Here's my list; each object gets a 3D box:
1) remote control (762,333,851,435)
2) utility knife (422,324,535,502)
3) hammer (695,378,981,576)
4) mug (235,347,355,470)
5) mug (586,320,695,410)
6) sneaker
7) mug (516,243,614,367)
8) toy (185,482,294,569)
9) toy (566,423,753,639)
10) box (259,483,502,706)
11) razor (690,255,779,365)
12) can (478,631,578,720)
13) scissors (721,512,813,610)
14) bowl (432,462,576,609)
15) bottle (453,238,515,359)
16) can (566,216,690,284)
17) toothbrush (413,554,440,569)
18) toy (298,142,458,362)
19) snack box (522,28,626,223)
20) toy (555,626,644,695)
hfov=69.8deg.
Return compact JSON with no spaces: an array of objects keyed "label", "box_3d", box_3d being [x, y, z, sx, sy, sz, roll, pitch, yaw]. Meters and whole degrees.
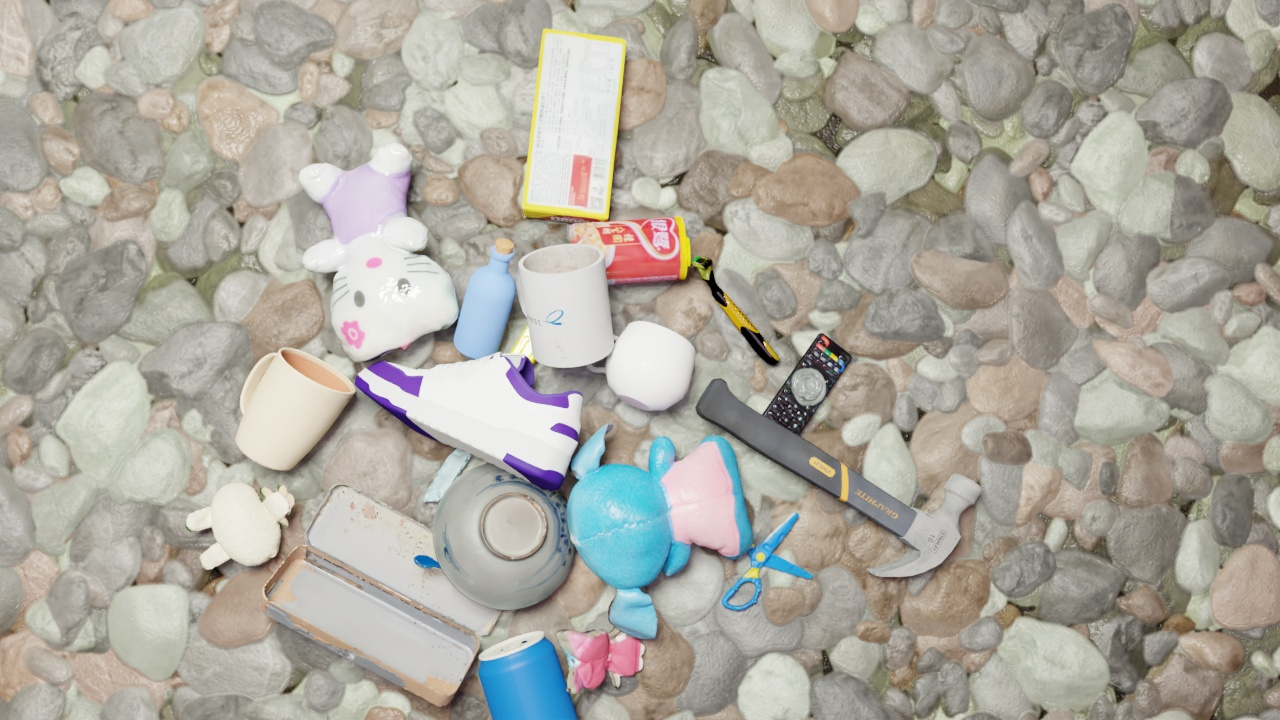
[{"label":"remote control","box_3d":[0.171,0.038,0.986,0.045,0.021,0.140,38,81,-6]},{"label":"utility knife","box_3d":[-0.159,0.051,0.963,0.029,0.020,0.233,32,83,8]},{"label":"hammer","box_3d":[0.198,0.112,0.959,0.312,0.035,0.139,33,84,-7]},{"label":"mug","box_3d":[-0.361,0.044,0.926,0.111,0.085,0.104,36,95,28]},{"label":"mug","box_3d":[-0.006,0.006,0.951,0.124,0.090,0.076,16,73,29]},{"label":"sneaker","box_3d":[-0.165,0.032,0.916,0.244,0.092,0.111,22,73,14]},{"label":"mug","box_3d":[-0.085,-0.060,0.916,0.082,0.120,0.096,-28,124,-36]},{"label":"toy","box_3d":[-0.395,0.163,0.922,0.112,0.050,0.087,-29,87,-9]},{"label":"toy","box_3d":[0.022,0.167,0.930,0.191,0.099,0.224,-11,85,-13]},{"label":"box","box_3d":[-0.252,0.234,0.926,0.216,0.071,0.156,28,70,-1]},{"label":"razor","box_3d":[0.102,-0.053,0.985,0.021,0.044,0.144,-38,93,20]},{"label":"can","box_3d":[-0.105,0.352,0.909,0.079,0.079,0.146,-18,86,-6]},{"label":"scissors","box_3d":[0.121,0.205,0.973,0.130,0.014,0.125,44,85,-2]},{"label":"bowl","box_3d":[-0.130,0.168,0.914,0.150,0.057,0.150,6,69,-15]},{"label":"bottle","box_3d":[-0.152,-0.064,0.924,0.048,0.047,0.131,22,125,-2]},{"label":"can","box_3d":[-0.013,-0.114,0.964,0.124,0.067,0.066,-5,85,-4]},{"label":"toothbrush","box_3d":[-0.165,0.219,0.926,0.132,0.016,0.021,19,59,-10]},{"label":"toy","box_3d":[-0.270,-0.107,0.939,0.137,0.085,0.209,-16,84,-3]},{"label":"snack box","box_3d":[-0.071,-0.249,0.986,0.092,0.042,0.200,6,85,-3]},{"label":"toy","box_3d":[-0.045,0.302,0.935,0.102,0.050,0.065,8,74,-39]}]
